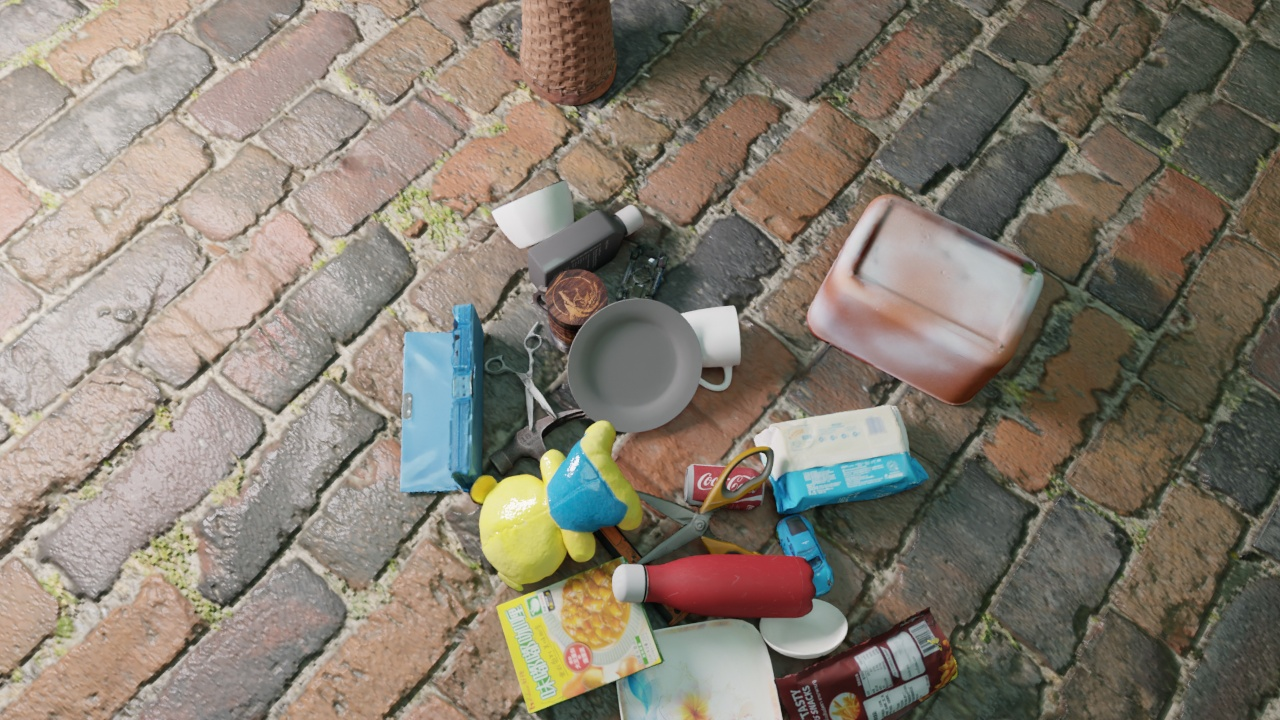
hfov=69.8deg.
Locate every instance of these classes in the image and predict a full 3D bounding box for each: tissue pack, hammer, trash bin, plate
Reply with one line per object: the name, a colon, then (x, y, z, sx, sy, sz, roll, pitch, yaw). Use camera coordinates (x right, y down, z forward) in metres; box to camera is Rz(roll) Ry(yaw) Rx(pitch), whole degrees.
tissue pack: (0.261, 0.127, 1.192, 0.209, 0.066, 0.117, -10, 68, -9)
hammer: (-0.042, 0.198, 1.162, 0.137, 0.035, 0.314, -38, 75, -17)
trash bin: (0.384, -0.084, 1.237, 0.260, 0.158, 0.181, 29, 69, 8)
trash bin: (-0.107, -0.502, 1.350, 0.151, 0.210, 0.151, 2, 67, -4)
plate: (0.196, 0.328, 1.104, 0.104, 0.104, 0.026, -5, 113, 2)
plate: (0.070, 0.409, 1.085, 0.187, 0.016, 0.186, -8, 72, -5)
plate: (-0.007, 0.007, 1.190, 0.178, 0.012, 0.178, -3, 105, -12)

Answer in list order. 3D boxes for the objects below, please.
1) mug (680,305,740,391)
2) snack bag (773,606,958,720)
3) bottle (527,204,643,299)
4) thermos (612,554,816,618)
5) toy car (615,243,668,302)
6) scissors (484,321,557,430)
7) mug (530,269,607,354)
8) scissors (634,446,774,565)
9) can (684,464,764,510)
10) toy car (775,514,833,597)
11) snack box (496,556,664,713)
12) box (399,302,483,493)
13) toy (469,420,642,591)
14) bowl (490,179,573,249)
mug: (0.087, -0.013, 1.240, 0.087, 0.081, 0.114, -5, 99, 0)
snack bag: (0.269, 0.384, 1.072, 0.207, 0.067, 0.139, -26, 107, -16)
bottle: (-0.074, -0.161, 1.280, 0.173, 0.084, 0.046, -34, 73, -17)
thermos: (0.085, 0.266, 1.085, 0.239, 0.073, 0.073, 4, 67, -12)
toy car: (-0.001, -0.107, 1.283, 0.056, 0.044, 0.120, 18, 69, 4)
scissors: (-0.141, 0.018, 1.223, 0.142, 0.014, 0.146, 27, 64, 25)
mug: (-0.100, -0.071, 1.228, 0.116, 0.107, 0.079, 33, 69, 10)
scissors: (0.096, 0.194, 1.132, 0.225, 0.016, 0.229, 33, 87, -11)
can: (0.107, 0.162, 1.174, 0.096, 0.054, 0.054, 4, 67, -2)
toy car: (0.209, 0.245, 1.158, 0.048, 0.032, 0.105, -17, 71, -11)
snack box: (-0.073, 0.325, 1.093, 0.168, 0.027, 0.132, -22, 70, 2)
box: (-0.262, 0.049, 1.180, 0.112, 0.094, 0.231, -3, 68, -2)
toy: (-0.108, 0.178, 1.099, 0.214, 0.084, 0.149, -29, 71, 12)
bowl: (-0.144, -0.201, 1.282, 0.116, 0.116, 0.066, -25, 101, -13)
